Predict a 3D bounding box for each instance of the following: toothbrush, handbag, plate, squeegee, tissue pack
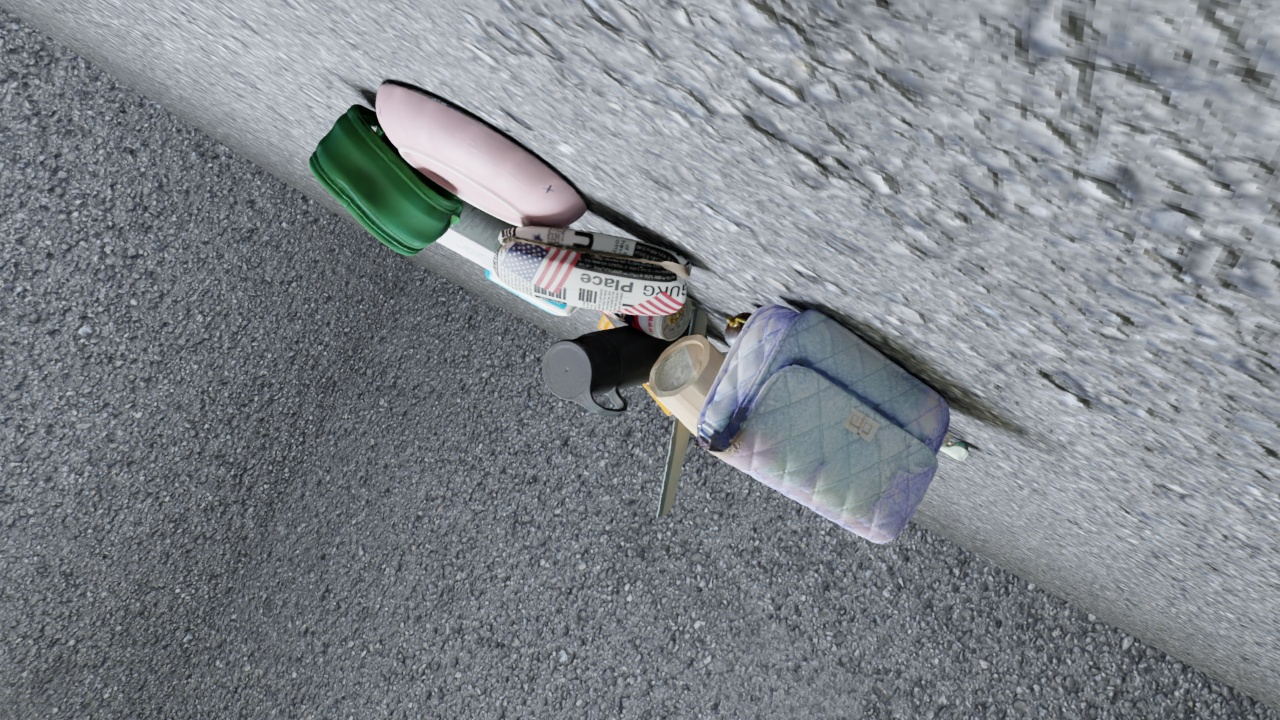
[{"bbox_3d":[0.239,0.047,0.918,0.189,0.020,0.029,29,170,7],"label":"toothbrush"},{"bbox_3d":[0.148,0.050,0.720,0.193,0.134,0.076,29,177,-25],"label":"handbag"},{"bbox_3d":[-0.136,-0.157,0.758,0.192,0.039,0.192,29,177,2],"label":"plate"},{"bbox_3d":[0.146,0.060,1.045,0.246,0.247,0.039,2,-160,-19],"label":"squeegee"},{"bbox_3d":[-0.139,-0.111,1.228,0.140,0.063,0.090,29,175,-19],"label":"tissue pack"},{"bbox_3d":[-0.226,-0.163,0.838,0.131,0.068,0.120,45,-169,-3],"label":"handbag"}]

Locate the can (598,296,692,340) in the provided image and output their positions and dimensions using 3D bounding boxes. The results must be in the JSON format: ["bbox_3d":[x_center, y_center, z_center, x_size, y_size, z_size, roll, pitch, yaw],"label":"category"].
[{"bbox_3d":[-0.012,-0.066,0.961,0.133,0.053,0.053,26,176,35],"label":"can"}]

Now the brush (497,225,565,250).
[{"bbox_3d":[-0.111,-0.114,0.981,0.073,0.063,0.146,40,174,-13],"label":"brush"}]

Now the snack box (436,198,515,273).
[{"bbox_3d":[-0.177,-0.141,1.081,0.157,0.027,0.084,29,-149,-6],"label":"snack box"}]

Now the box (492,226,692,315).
[{"bbox_3d":[-0.042,-0.068,0.754,0.163,0.077,0.075,12,171,0],"label":"box"}]

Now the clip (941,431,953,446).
[{"bbox_3d":[0.251,0.061,0.885,0.097,0.060,0.034,17,176,10],"label":"clip"}]

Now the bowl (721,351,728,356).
[{"bbox_3d":[0.128,0.035,1.096,0.065,0.118,0.118,-23,142,34],"label":"bowl"}]

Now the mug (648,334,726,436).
[{"bbox_3d":[0.086,0.023,0.928,0.103,0.125,0.084,42,-158,-32],"label":"mug"}]

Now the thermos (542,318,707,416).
[{"bbox_3d":[-0.006,0.006,0.977,0.241,0.069,0.090,-16,-105,-59],"label":"thermos"}]

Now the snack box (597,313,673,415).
[{"bbox_3d":[0.019,-0.004,1.120,0.075,0.026,0.153,-15,-123,-42],"label":"snack box"}]

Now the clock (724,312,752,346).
[{"bbox_3d":[0.118,-0.006,0.801,0.082,0.055,0.122,27,175,38],"label":"clock"}]
